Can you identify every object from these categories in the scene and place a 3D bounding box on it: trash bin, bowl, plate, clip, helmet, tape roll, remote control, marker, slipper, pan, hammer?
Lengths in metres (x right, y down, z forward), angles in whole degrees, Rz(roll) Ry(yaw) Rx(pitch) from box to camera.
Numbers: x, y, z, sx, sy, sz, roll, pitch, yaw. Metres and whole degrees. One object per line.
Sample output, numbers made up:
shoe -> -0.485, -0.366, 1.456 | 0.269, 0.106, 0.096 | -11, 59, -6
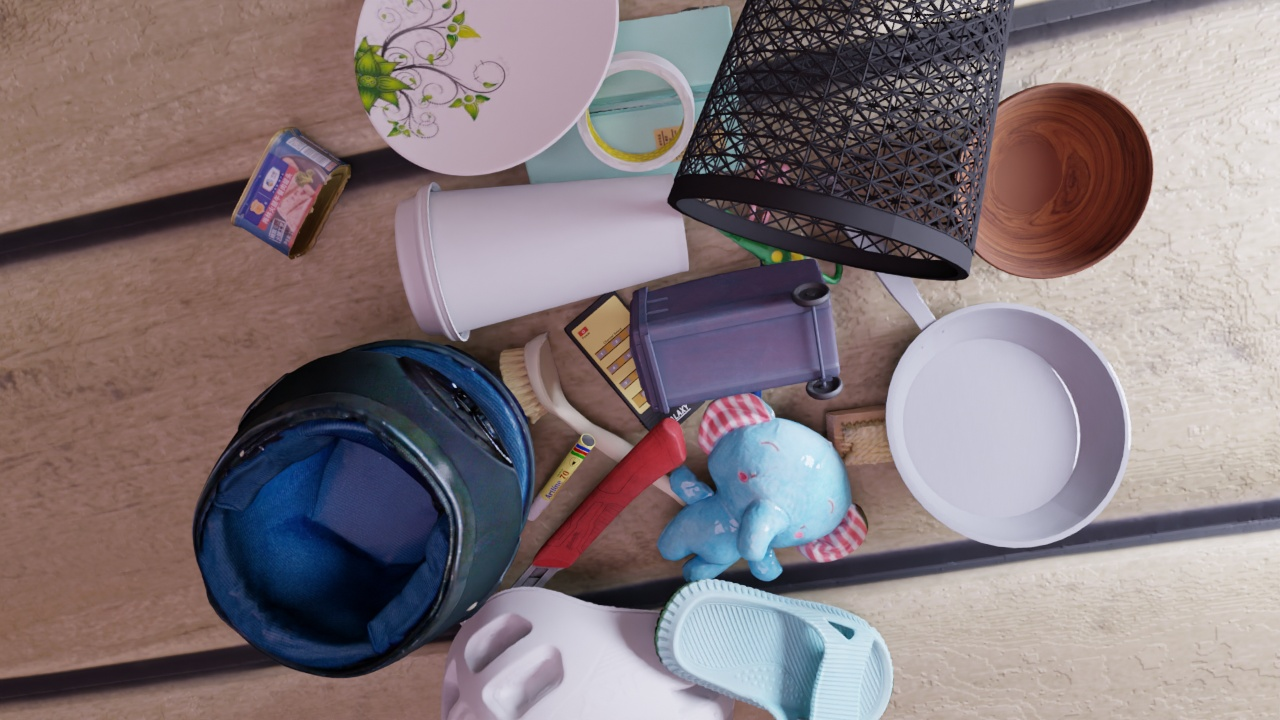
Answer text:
trash bin -> 0.074, -0.019, 0.747 | 0.161, 0.092, 0.094 | -11, 123, 7
bowl -> 0.314, -0.143, 0.727 | 0.147, 0.068, 0.147 | 2, 107, 5
plate -> -0.122, -0.256, 0.737 | 0.230, 0.030, 0.229 | -2, 84, 17
trash bin -> 0.156, -0.203, 0.650 | 0.217, 0.217, 0.243 | 15, 93, 1
clip -> 0.101, -0.143, 0.773 | 0.044, 0.023, 0.060 | 37, 104, -1
helmet -> -0.041, 0.333, 0.853 | 0.282, 0.183, 0.225 | 16, 123, -32
tape roll -> -0.004, -0.196, 0.728 | 0.094, 0.019, 0.094 | 2, 128, 3
remote control -> -0.005, 0.005, 0.817 | 0.058, 0.013, 0.133 | -42, 99, -10
marker -> -0.075, 0.109, 0.837 | 0.014, 0.014, 0.133 | 33, 131, -4
helmet -> -0.200, 0.095, 0.748 | 0.249, 0.235, 0.317 | 43, 123, -2
slipper -> 0.136, 0.269, 0.816 | 0.276, 0.070, 0.116 | 25, 81, -25
pan -> 0.254, -0.010, 0.769 | 0.200, 0.051, 0.356 | -36, 82, -7
hammer -> -0.065, 0.163, 0.842 | 0.126, 0.036, 0.316 | 38, 116, -5

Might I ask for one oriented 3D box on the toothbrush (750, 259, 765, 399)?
toothbrush -> 0.108, -0.017, 0.810 | 0.017, 0.016, 0.190 | 2, 106, -2

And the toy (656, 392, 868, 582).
toy -> 0.095, 0.129, 0.792 | 0.181, 0.114, 0.183 | -41, 101, 8

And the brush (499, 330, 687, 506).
brush -> -0.019, 0.077, 0.834 | 0.272, 0.061, 0.078 | 41, 121, -11

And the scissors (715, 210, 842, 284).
scissors -> 0.111, -0.083, 0.777 | 0.130, 0.014, 0.071 | 23, 101, -18

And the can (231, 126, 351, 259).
can -> -0.301, -0.144, 0.795 | 0.059, 0.054, 0.100 | 32, 106, -5

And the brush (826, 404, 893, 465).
brush -> 0.225, 0.066, 0.809 | 0.117, 0.039, 0.049 | -6, 104, 1

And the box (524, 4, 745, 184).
box -> -0.012, -0.210, 0.755 | 0.187, 0.057, 0.138 | -7, 99, 9

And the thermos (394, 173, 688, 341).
thermos -> -0.077, -0.095, 0.757 | 0.222, 0.131, 0.131 | -10, 104, 0
